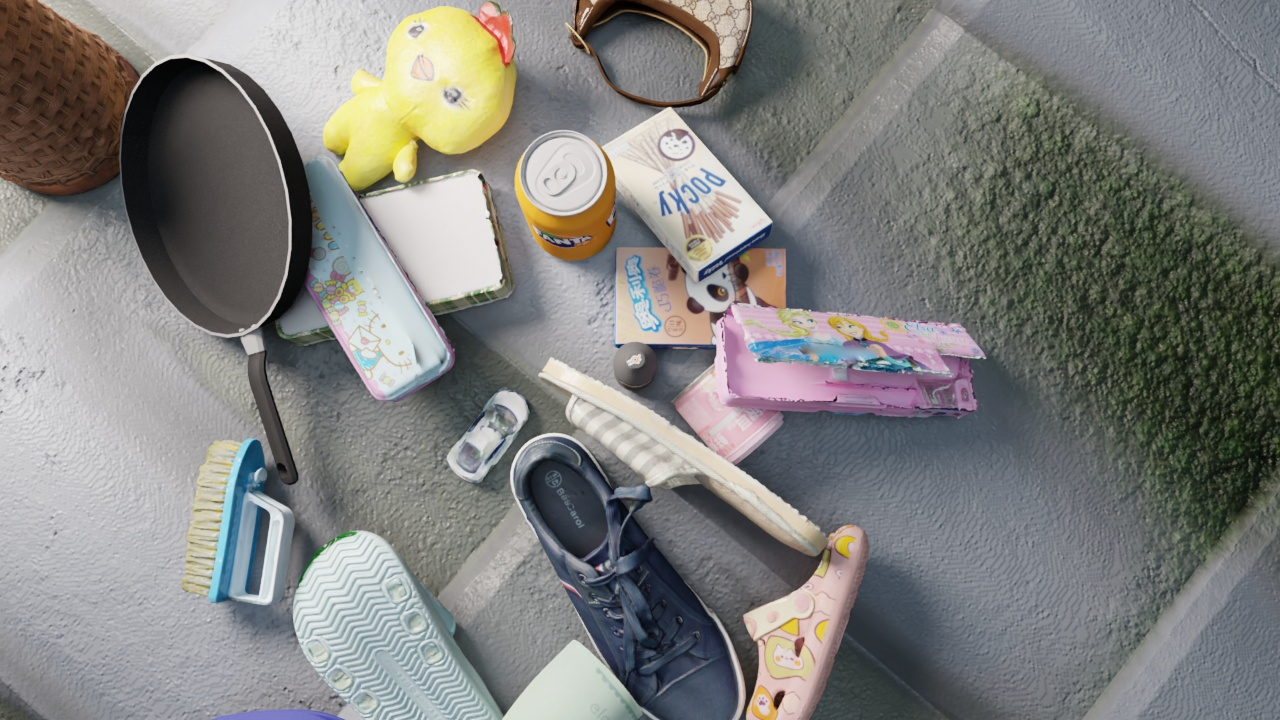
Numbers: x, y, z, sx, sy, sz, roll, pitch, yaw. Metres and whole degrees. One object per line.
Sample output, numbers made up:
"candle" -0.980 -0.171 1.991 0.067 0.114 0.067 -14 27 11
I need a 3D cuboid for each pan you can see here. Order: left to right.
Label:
"pan" -0.334 -0.069 0.761 0.226 0.034 0.356 -11 97 35

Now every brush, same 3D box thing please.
"brush" -0.334 0.135 0.778 0.075 0.055 0.135 5 84 4

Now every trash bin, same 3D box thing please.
"trash bin" -0.523 -0.233 0.734 0.151 0.210 0.151 0 84 0

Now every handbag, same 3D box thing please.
"handbag" 0.015 -0.303 0.826 0.166 0.063 0.138 27 94 2

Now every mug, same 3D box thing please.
"mug" -0.058 0.304 0.750 0.103 0.084 0.111 -42 128 -20

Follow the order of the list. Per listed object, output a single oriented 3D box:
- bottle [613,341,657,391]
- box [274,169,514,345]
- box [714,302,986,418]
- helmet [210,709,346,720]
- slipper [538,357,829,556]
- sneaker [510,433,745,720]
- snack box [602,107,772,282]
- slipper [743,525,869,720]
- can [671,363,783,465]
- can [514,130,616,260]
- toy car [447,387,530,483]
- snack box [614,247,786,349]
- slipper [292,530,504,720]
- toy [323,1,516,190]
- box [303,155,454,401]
"bottle" -0.005 0.004 0.768 0.036 0.110 0.036 0 84 -1
"box" -0.222 -0.090 0.806 0.205 0.050 0.117 -15 82 -3
"box" 0.180 -0.005 0.757 0.230 0.077 0.084 4 70 -15
"helmet" -0.283 0.367 0.677 0.241 0.227 0.148 -11 116 1
"slipper" 0.029 0.086 0.756 0.273 0.114 0.054 32 86 7
"sneaker" -0.008 0.185 0.746 0.120 0.127 0.294 -34 88 -3
"snack box" 0.037 -0.147 0.804 0.082 0.026 0.150 -35 72 -12
"slipper" 0.128 0.224 0.769 0.081 0.093 0.197 21 82 21
"can" 0.075 0.043 0.787 0.067 0.067 0.076 -40 86 -4
"can" -0.060 -0.135 0.764 0.079 0.142 0.079 0 84 -1
"toy car" -0.132 0.065 0.802 0.039 0.027 0.089 35 85 4
"snack box" 0.053 -0.054 0.812 0.151 0.034 0.087 1 83 -1
"slipper" -0.194 0.251 0.765 0.104 0.074 0.245 -33 102 -3
"toy" -0.189 -0.227 0.802 0.208 0.092 0.133 -28 76 6
"box" -0.236 -0.067 0.760 0.076 0.036 0.214 -32 84 -4
